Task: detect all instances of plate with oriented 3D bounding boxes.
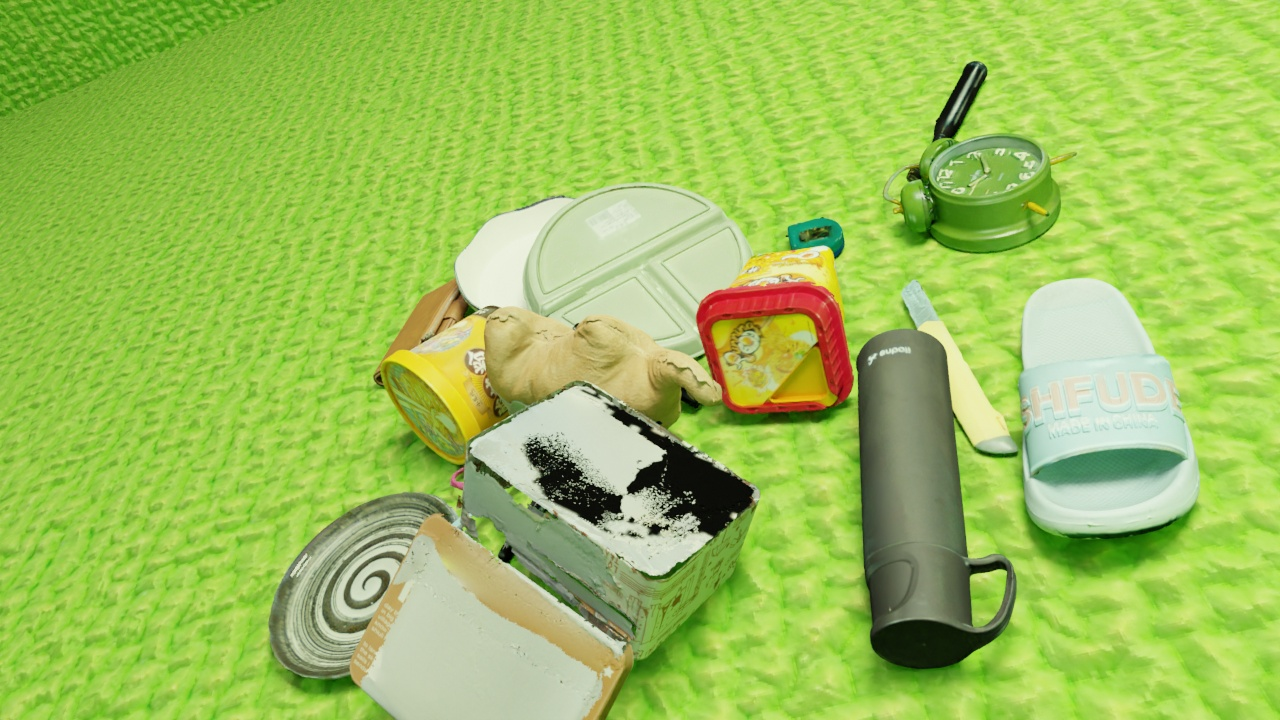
[{"bbox_3d":[-0.001,-0.091,0.890,0.230,0.028,0.229,-1,55,1],"label":"plate"},{"bbox_3d":[-0.225,0.186,0.766,0.180,0.024,0.179,-16,40,14],"label":"plate"},{"bbox_3d":[-0.088,-0.095,0.960,0.205,0.046,0.204,-4,44,4],"label":"plate"}]

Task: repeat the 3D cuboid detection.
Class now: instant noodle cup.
[{"bbox_3d":[-0.158,0.017,0.853,0.119,0.118,0.114,19,48,41],"label":"instant noodle cup"},{"bbox_3d":[0.120,-0.032,0.765,0.116,0.116,0.123,-5,32,24],"label":"instant noodle cup"}]

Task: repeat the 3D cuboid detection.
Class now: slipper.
[{"bbox_3d":[0.311,0.017,0.629,0.104,0.074,0.244,-6,41,21],"label":"slipper"}]

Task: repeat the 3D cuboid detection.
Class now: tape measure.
[{"bbox_3d":[0.170,-0.117,0.894,0.054,0.025,0.058,-16,40,13],"label":"tape measure"}]

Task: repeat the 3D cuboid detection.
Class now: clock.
[{"bbox_3d":[0.304,-0.158,0.843,0.161,0.056,0.115,10,49,36],"label":"clock"}]

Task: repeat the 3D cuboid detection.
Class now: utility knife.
[{"bbox_3d":[0.244,-0.001,0.728,0.031,0.021,0.208,-18,46,7],"label":"utility knife"}]

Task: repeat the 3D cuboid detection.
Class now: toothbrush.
[{"bbox_3d":[0.319,-0.246,0.958,0.212,0.027,0.026,-55,9,-32],"label":"toothbrush"}]

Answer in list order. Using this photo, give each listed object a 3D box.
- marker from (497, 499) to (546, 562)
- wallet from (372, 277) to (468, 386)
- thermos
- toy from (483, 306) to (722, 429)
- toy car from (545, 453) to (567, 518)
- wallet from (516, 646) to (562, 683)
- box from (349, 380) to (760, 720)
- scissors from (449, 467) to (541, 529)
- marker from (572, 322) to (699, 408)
[{"bbox_3d":[-0.081,0.117,0.769,0.015,0.018,0.123,16,54,30],"label":"marker"},{"bbox_3d":[-0.225,-0.040,0.989,0.119,0.035,0.130,-20,34,36],"label":"wallet"},{"bbox_3d":[0.195,0.083,0.623,0.090,0.068,0.241,-10,43,20],"label":"thermos"},{"bbox_3d":[-0.025,0.016,0.751,0.226,0.143,0.082,7,61,29],"label":"toy"},{"bbox_3d":[-0.019,0.097,0.746,0.120,0.037,0.054,-11,44,2],"label":"toy car"},{"bbox_3d":[-0.108,0.251,0.633,0.096,0.020,0.122,8,48,27],"label":"wallet"},{"bbox_3d":[-0.059,0.145,0.617,0.179,0.133,0.270,30,66,26],"label":"box"},{"bbox_3d":[-0.119,0.107,0.784,0.131,0.017,0.133,-24,21,-17],"label":"scissors"},{"bbox_3d":[-0.005,0.005,0.806,0.132,0.022,0.020,28,100,12],"label":"marker"}]
